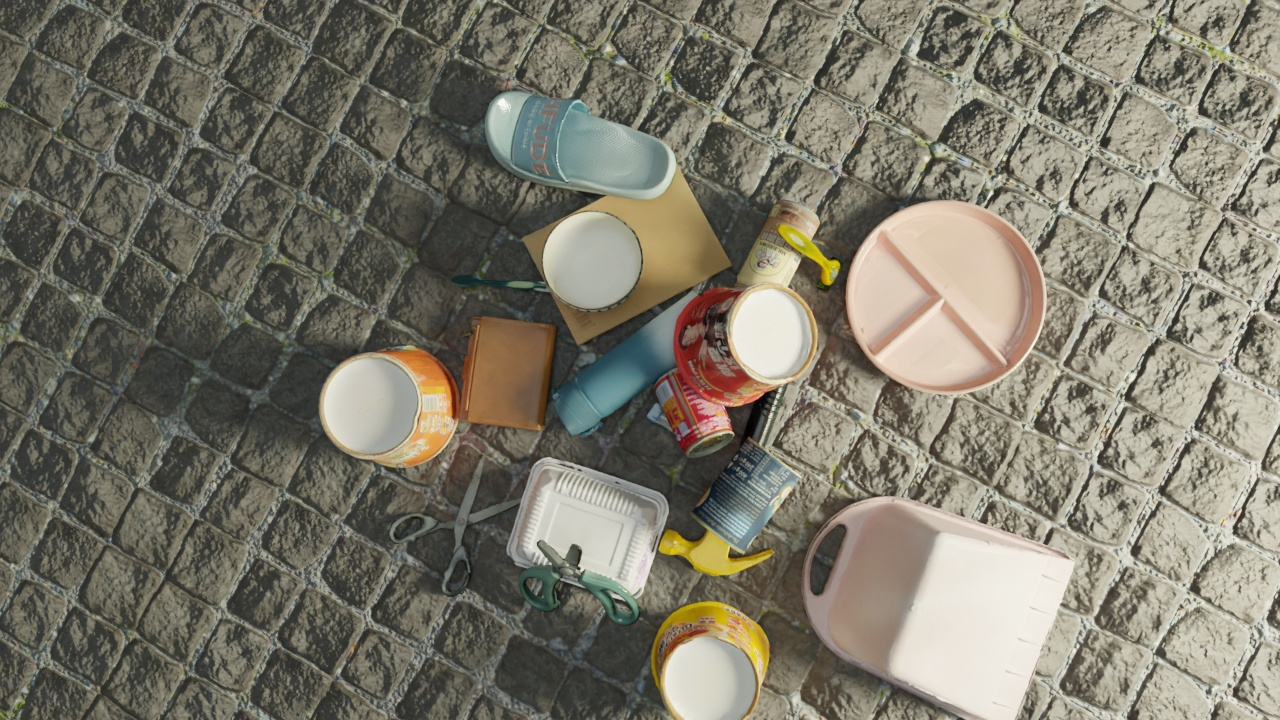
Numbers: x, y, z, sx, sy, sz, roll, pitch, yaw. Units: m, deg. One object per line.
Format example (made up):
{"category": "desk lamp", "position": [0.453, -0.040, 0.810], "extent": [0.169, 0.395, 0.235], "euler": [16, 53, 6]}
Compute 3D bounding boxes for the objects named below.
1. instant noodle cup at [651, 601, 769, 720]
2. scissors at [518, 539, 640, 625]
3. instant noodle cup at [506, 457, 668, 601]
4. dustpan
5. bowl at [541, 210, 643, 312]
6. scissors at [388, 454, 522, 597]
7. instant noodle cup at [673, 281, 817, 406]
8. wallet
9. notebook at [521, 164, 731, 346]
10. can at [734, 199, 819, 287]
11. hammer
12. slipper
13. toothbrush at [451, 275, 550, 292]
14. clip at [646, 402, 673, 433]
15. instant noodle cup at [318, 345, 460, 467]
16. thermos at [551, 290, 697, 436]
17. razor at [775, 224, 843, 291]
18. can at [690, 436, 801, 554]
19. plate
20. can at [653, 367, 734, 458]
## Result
{"category": "instant noodle cup", "position": [0.078, 0.351, 1.038], "extent": [0.138, 0.110, 0.138], "euler": [0, 85, 4]}
{"category": "scissors", "position": [-0.089, 0.257, 1.051], "extent": [0.179, 0.019, 0.173], "euler": [-15, 129, 35]}
{"category": "instant noodle cup", "position": [-0.064, 0.200, 1.080], "extent": [0.173, 0.060, 0.138], "euler": [18, 88, 2]}
{"category": "dustpan", "position": [0.337, 0.277, 1.075], "extent": [0.273, 0.139, 0.222], "euler": [25, 87, -23]}
{"category": "bowl", "position": [-0.054, -0.111, 1.072], "extent": [0.116, 0.066, 0.116], "euler": [0, 85, 1]}
{"category": "scissors", "position": [-0.218, 0.203, 1.116], "extent": [0.180, 0.014, 0.159], "euler": [-14, 86, 2]}
{"category": "instant noodle cup", "position": [0.117, -0.022, 1.002], "extent": [0.137, 0.109, 0.138], "euler": [3, 82, -21]}
{"category": "wallet", "position": [-0.168, 0.014, 1.112], "extent": [0.119, 0.035, 0.130], "euler": [7, 86, 4]}
{"category": "notebook", "position": [-0.017, -0.131, 1.112], "extent": [0.211, 0.012, 0.149], "euler": [-28, 84, -2]}
{"category": "can", "position": [0.161, -0.127, 1.084], "extent": [0.058, 0.058, 0.116], "euler": [27, 89, 5]}
{"category": "hammer", "position": [0.130, 0.111, 1.086], "extent": [0.129, 0.033, 0.300], "euler": [20, 89, 4]}
{"category": "slipper", "position": [-0.077, -0.257, 1.093], "extent": [0.245, 0.074, 0.104], "euler": [19, 84, 11]}
{"category": "toothbrush", "position": [-0.136, -0.091, 1.127], "extent": [0.191, 0.018, 0.016], "euler": [4, 86, 2]}
{"category": "clip", "position": [0.036, 0.074, 1.103], "extent": [0.058, 0.039, 0.026], "euler": [36, 88, 6]}
{"category": "instant noodle cup", "position": [-0.299, 0.053, 1.080], "extent": [0.151, 0.111, 0.151], "euler": [0, 87, 4]}
{"category": "thermos", "position": [-0.006, 0.006, 1.088], "extent": [0.220, 0.070, 0.070], "euler": [-36, 85, 2]}
{"category": "razor", "position": [0.194, -0.123, 1.056], "extent": [0.028, 0.132, 0.043], "euler": [33, 91, 44]}
{"category": "can", "position": [0.119, 0.150, 1.030], "extent": [0.075, 0.075, 0.111], "euler": [37, 90, 5]}
{"category": "plate", "position": [0.357, -0.074, 1.083], "extent": [0.229, 0.028, 0.229], "euler": [0, 86, 5]}
{"category": "can", "position": [0.063, 0.059, 1.065], "extent": [0.066, 0.066, 0.093], "euler": [-26, 66, 2]}
